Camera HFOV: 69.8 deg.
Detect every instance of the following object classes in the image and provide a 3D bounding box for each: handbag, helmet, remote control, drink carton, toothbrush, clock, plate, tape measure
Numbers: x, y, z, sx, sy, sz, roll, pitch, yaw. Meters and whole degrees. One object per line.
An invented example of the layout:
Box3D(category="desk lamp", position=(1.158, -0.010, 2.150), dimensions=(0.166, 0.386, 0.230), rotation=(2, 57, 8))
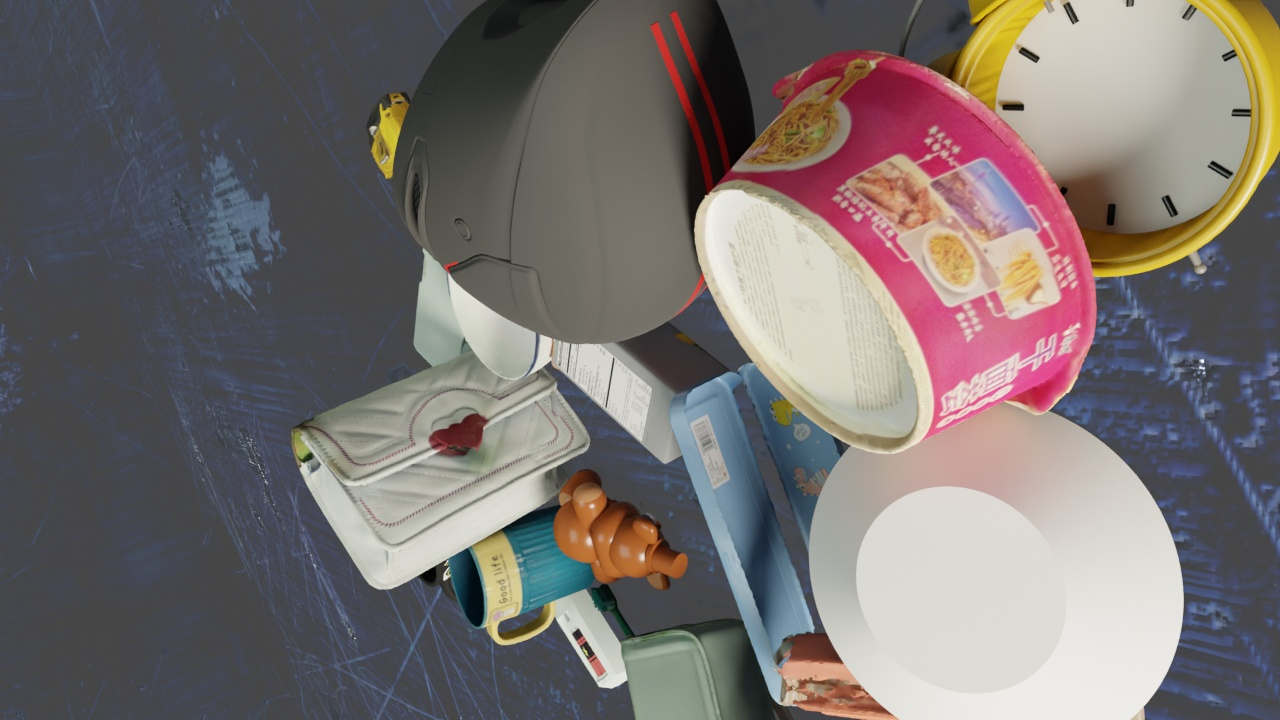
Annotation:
Box3D(category="handbag", position=(-0.156, 0.070, 0.736), dimensions=(0.142, 0.198, 0.096), rotation=(51, 144, 17))
Box3D(category="helmet", position=(-0.026, -0.098, 0.499), dimensions=(0.170, 0.163, 0.265), rotation=(41, 149, 13))
Box3D(category="handbag", position=(0.041, 0.255, 0.673), dimensions=(0.106, 0.067, 0.121), rotation=(-28, 69, 42))
Box3D(category="remote control", position=(-0.060, 0.241, 0.857), dimensions=(0.143, 0.024, 0.050), rotation=(55, 143, 14))
Box3D(category="drink carton", position=(-0.004, 0.004, 0.627), dimensions=(0.125, 0.048, 0.076), rotation=(40, 137, 32))
Box3D(category="toothbrush", position=(0.007, 0.261, 0.759), dimensions=(0.189, 0.017, 0.016), rotation=(52, 130, 37))
Box3D(category="clock", position=(0.166, -0.101, 0.351), dimensions=(0.152, 0.051, 0.114), rotation=(43, 139, 22))
Box3D(category="handbag", position=(0.085, 0.331, 0.709), dimensions=(0.176, 0.062, 0.198), rotation=(12, 111, 51))
Box3D(category="plate", position=(0.153, 0.104, 0.432), dimensions=(0.174, 0.036, 0.174), rotation=(0, 90, 34))
Box3D(category="tape measure", position=(-0.210, -0.188, 0.789), dimensions=(0.066, 0.037, 0.064), rotation=(-26, 88, 55))

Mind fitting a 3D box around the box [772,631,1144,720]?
Box3D(category="box", position=(0.155, 0.161, 0.476), dimensions=(0.189, 0.058, 0.062), rotation=(-7, 73, 31))

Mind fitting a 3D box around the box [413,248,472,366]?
Box3D(category="box", position=(-0.153, -0.066, 0.781), dimensions=(0.199, 0.066, 0.083), rotation=(107, 147, -41))

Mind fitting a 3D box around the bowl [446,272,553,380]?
Box3D(category="bowl", position=(-0.089, -0.050, 0.693), dimensions=(0.118, 0.062, 0.118), rotation=(28, 130, 40))

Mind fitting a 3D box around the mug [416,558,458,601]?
Box3D(category="mug", position=(-0.173, 0.179, 0.904), dimensions=(0.082, 0.098, 0.118), rotation=(-1, 109, 52))

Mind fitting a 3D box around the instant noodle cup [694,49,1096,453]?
Box3D(category="instant noodle cup", position=(0.095, -0.035, 0.402), dimensions=(0.178, 0.077, 0.179), rotation=(49, 163, 19))

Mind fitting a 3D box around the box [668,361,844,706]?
Box3D(category="box", position=(0.089, 0.105, 0.549), dimensions=(0.078, 0.073, 0.209), rotation=(-16, 97, 50))

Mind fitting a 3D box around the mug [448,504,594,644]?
Box3D(category="mug", position=(-0.103, 0.189, 0.799), dimensions=(0.083, 0.107, 0.114), rotation=(23, 120, 53))

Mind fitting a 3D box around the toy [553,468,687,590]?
Box3D(category="toy", position=(-0.014, 0.136, 0.721), dimensions=(0.128, 0.065, 0.095), rotation=(12, 127, 39))
